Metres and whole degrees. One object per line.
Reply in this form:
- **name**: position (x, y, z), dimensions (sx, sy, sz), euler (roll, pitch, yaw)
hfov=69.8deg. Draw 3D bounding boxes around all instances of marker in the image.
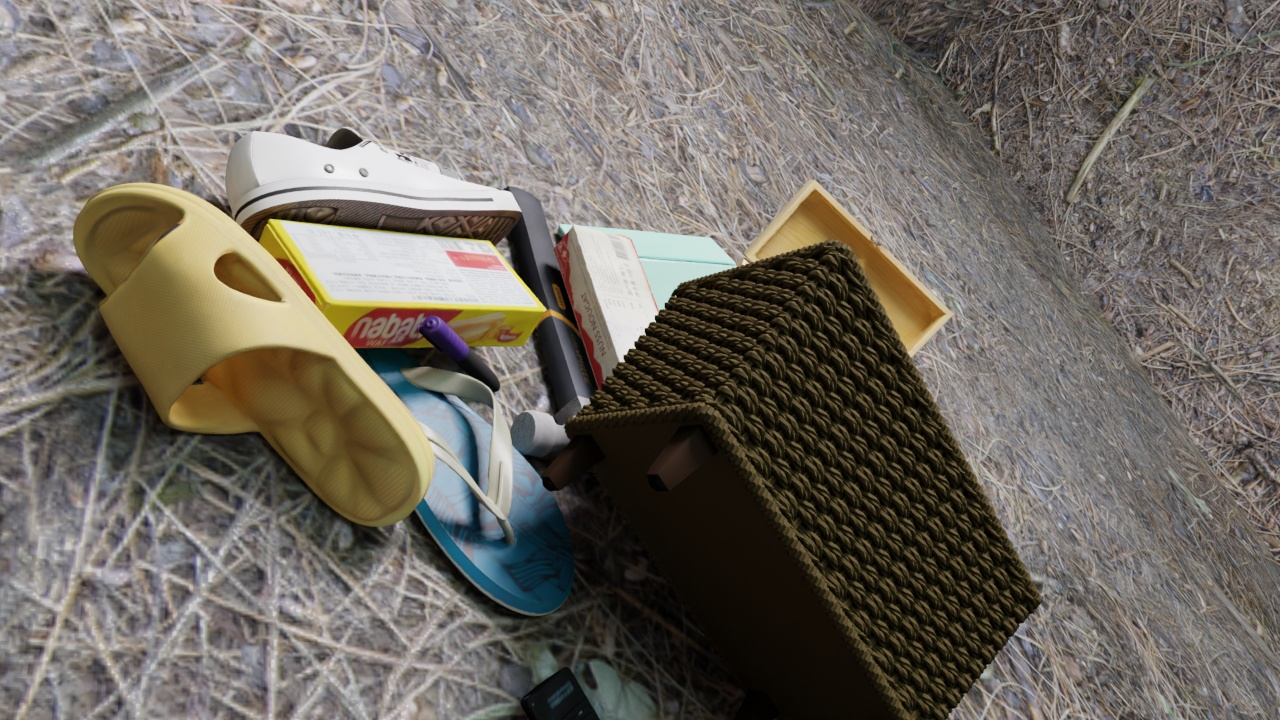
- **marker**: position (-0.131, -0.001, 0.682), dimensions (0.134, 0.018, 0.015), euler (62, 23, -66)

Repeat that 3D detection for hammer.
- **hammer**: position (-0.083, -0.041, 0.824), dimensions (0.139, 0.035, 0.312), euler (18, 42, -44)

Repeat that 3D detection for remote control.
- **remote control**: position (-0.027, 0.265, 0.575), dimensions (0.045, 0.021, 0.140), euler (-23, 78, -54)

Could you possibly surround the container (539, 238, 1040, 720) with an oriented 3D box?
- **container**: position (0.100, 0.117, 0.645), dimensions (0.204, 0.177, 0.321), euler (-43, 109, -32)

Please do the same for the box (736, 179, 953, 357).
- **box**: position (0.223, -0.047, 1.107), dimensions (0.247, 0.119, 0.252), euler (41, 72, -12)

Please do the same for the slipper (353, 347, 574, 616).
- **slipper**: position (-0.140, 0.048, 0.641), dimensions (0.295, 0.060, 0.118), euler (46, 29, -2)

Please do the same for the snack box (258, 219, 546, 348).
- **snack box**: position (-0.170, -0.053, 0.673), dimensions (0.200, 0.042, 0.092), euler (-2, 44, -52)

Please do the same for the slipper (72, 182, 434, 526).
- **slipper**: position (-0.233, 0.004, 0.540), dimensions (0.263, 0.100, 0.078), euler (46, 23, -9)

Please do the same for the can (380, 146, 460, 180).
- **can**: position (-0.209, -0.157, 0.792), dimensions (0.106, 0.044, 0.044), euler (10, 48, -44)

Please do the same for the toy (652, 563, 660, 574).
- **toy**: position (0.056, 0.153, 0.775), dimensions (0.095, 0.041, 0.108), euler (31, 30, -22)

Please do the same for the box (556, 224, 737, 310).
- **box**: position (0.017, -0.093, 0.941), dimensions (0.186, 0.055, 0.138), euler (0, 58, -27)

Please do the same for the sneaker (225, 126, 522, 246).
- **sneaker**: position (-0.208, -0.132, 0.723), dimensions (0.244, 0.091, 0.097), euler (-5, 63, -46)

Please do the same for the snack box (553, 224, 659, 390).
- **snack box**: position (-0.005, 0.005, 0.791), dimensions (0.076, 0.044, 0.272), euler (7, 52, -41)
